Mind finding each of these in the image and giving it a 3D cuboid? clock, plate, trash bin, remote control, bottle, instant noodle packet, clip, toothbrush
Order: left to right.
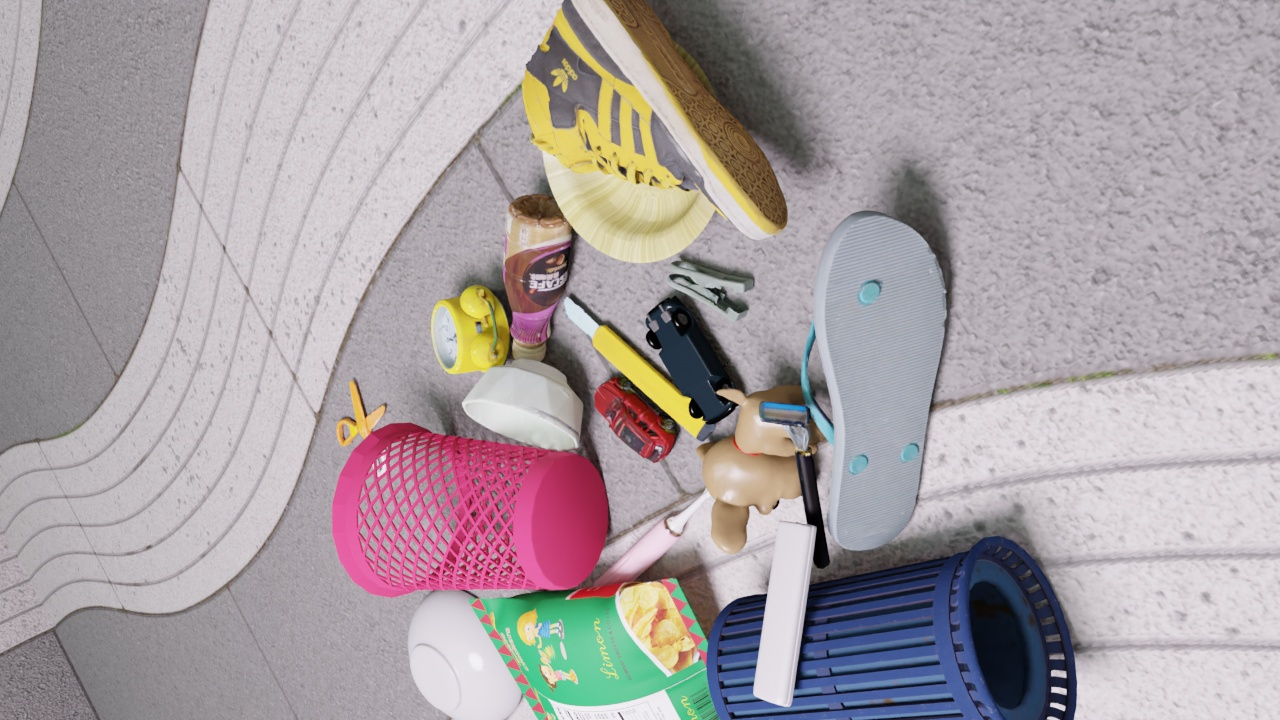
[{"bbox_3d":[-0.163,-0.029,0.906,0.119,0.057,0.083,-17,83,56],"label":"clock"},{"bbox_3d":[-0.099,-0.070,0.854,0.060,0.059,0.166,32,132,26],"label":"bottle"},{"bbox_3d":[-0.033,0.303,0.904,0.253,0.090,0.195,-14,110,32],"label":"instant noodle packet"},{"bbox_3d":[0.001,-0.174,0.749,0.185,0.036,0.184,14,114,34],"label":"plate"},{"bbox_3d":[0.016,0.174,0.872,0.026,0.027,0.223,28,131,-15],"label":"toothbrush"},{"bbox_3d":[0.058,-0.068,0.753,0.078,0.023,0.051,39,125,19],"label":"clip"},{"bbox_3d":[0.105,0.184,0.674,0.033,0.012,0.130,-2,75,53],"label":"remote control"},{"bbox_3d":[0.173,0.226,0.694,0.250,0.139,0.139,-26,89,43],"label":"trash bin"}]

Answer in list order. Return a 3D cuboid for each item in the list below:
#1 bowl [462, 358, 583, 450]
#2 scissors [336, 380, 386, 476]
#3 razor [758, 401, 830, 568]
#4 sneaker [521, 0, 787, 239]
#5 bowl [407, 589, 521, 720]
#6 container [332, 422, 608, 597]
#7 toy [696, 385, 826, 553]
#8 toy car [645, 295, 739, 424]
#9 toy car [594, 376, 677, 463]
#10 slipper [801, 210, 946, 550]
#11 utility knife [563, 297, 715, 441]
[{"bbox_3d":[-0.106,0.037,0.880,0.118,0.117,0.061,1,64,38],"label":"bowl"},{"bbox_3d":[-0.339,0.089,1.134,0.126,0.011,0.128,-38,83,42],"label":"scissors"},{"bbox_3d":[0.123,0.092,0.683,0.043,0.022,0.144,7,122,44],"label":"razor"},{"bbox_3d":[-0.002,-0.160,0.672,0.122,0.085,0.238,-41,75,34],"label":"sneaker"},{"bbox_3d":[-0.227,0.370,1.112,0.177,0.066,0.177,15,115,34],"label":"bowl"},{"bbox_3d":[-0.160,0.155,0.921,0.226,0.182,0.183,-2,105,31],"label":"container"},{"bbox_3d":[0.095,0.073,0.733,0.105,0.134,0.108,13,121,-12],"label":"toy"},{"bbox_3d":[0.044,0.000,0.779,0.046,0.034,0.112,-36,81,40],"label":"toy car"},{"bbox_3d":[-0.007,0.055,0.843,0.091,0.036,0.042,45,129,24],"label":"toy car"},{"bbox_3d":[0.167,0.015,0.666,0.054,0.098,0.269,-128,26,-61],"label":"slipper"},{"bbox_3d":[-0.005,0.005,0.832,0.191,0.017,0.031,40,122,16],"label":"utility knife"}]
